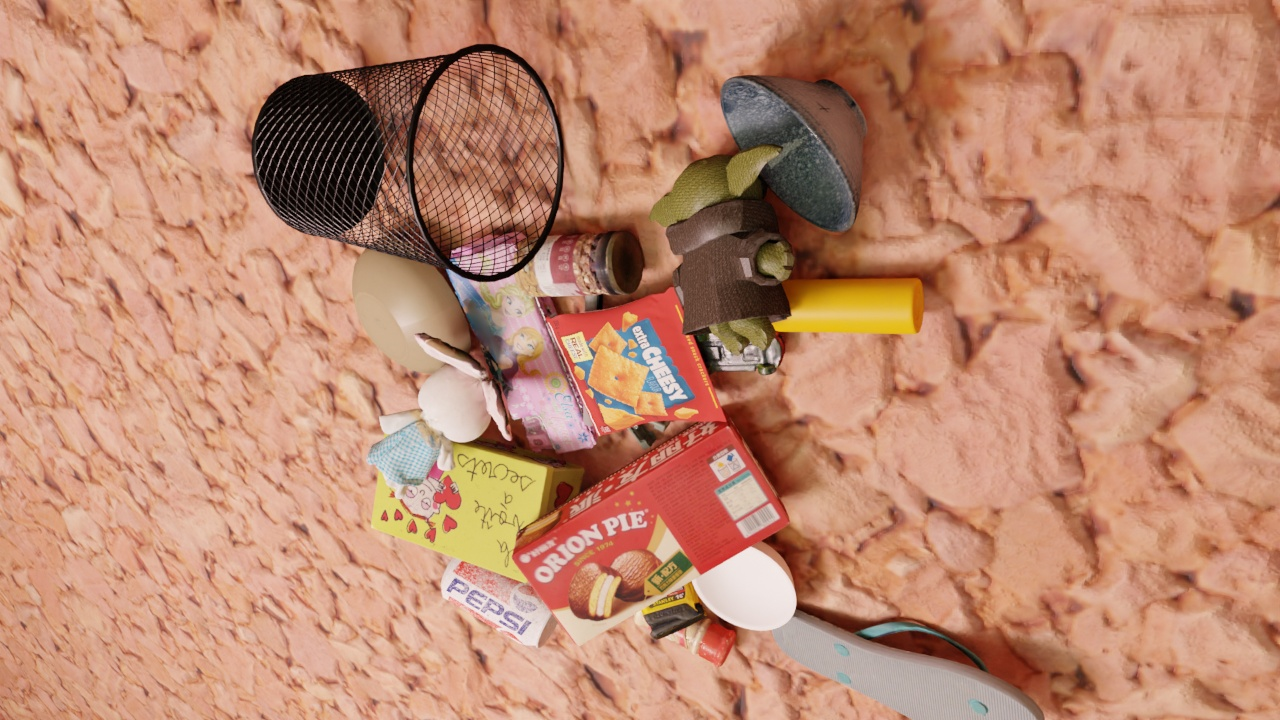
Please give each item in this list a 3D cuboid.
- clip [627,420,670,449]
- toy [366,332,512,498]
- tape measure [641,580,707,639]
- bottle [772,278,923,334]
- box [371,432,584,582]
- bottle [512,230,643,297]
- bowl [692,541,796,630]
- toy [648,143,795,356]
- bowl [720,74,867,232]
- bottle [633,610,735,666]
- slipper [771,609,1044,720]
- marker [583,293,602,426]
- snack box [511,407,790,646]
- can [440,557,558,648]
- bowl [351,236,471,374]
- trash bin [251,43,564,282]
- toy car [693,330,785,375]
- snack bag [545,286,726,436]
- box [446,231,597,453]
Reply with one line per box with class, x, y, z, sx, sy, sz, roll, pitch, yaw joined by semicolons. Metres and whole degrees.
clip;-0.010;0.051;0.899;0.076;0.023;0.060;40;128;0
toy;-0.194;0.064;0.911;0.131;0.105;0.206;45;120;5
tape measure;0.032;0.254;0.974;0.065;0.037;0.064;-27;62;4
bottle;0.150;-0.044;0.736;0.144;0.043;0.043;2;119;29
box;-0.175;0.145;0.972;0.221;0.080;0.124;14;94;32
bottle;-0.056;-0.085;0.820;0.105;0.056;0.056;1;118;30
bowl;0.109;0.213;0.917;0.110;0.040;0.110;14;124;22
toy;0.068;-0.082;0.712;0.180;0.078;0.152;-14;83;61
bowl;0.124;-0.162;0.658;0.137;0.057;0.137;48;174;6
bottle;0.048;0.291;0.999;0.109;0.044;0.044;22;127;18
slipper;0.255;0.298;0.888;0.269;0.054;0.098;9;125;38
marker;-0.046;-0.004;0.873;0.016;0.016;0.141;11;112;24
snack box;0.008;0.155;0.854;0.236;0.060;0.113;-32;104;7
can;-0.161;0.276;1.086;0.136;0.078;0.078;27;128;13
bowl;-0.242;-0.046;0.926;0.152;0.050;0.153;30;141;28
trash bin;-0.205;-0.169;0.783;0.210;0.183;0.184;10;123;31
toy car;0.082;-0.011;0.799;0.091;0.036;0.042;0;117;31
snack bag;-0.005;0.005;0.832;0.144;0.039;0.131;-10;112;35
box;-0.113;-0.010;0.900;0.085;0.053;0.230;-7;114;33
